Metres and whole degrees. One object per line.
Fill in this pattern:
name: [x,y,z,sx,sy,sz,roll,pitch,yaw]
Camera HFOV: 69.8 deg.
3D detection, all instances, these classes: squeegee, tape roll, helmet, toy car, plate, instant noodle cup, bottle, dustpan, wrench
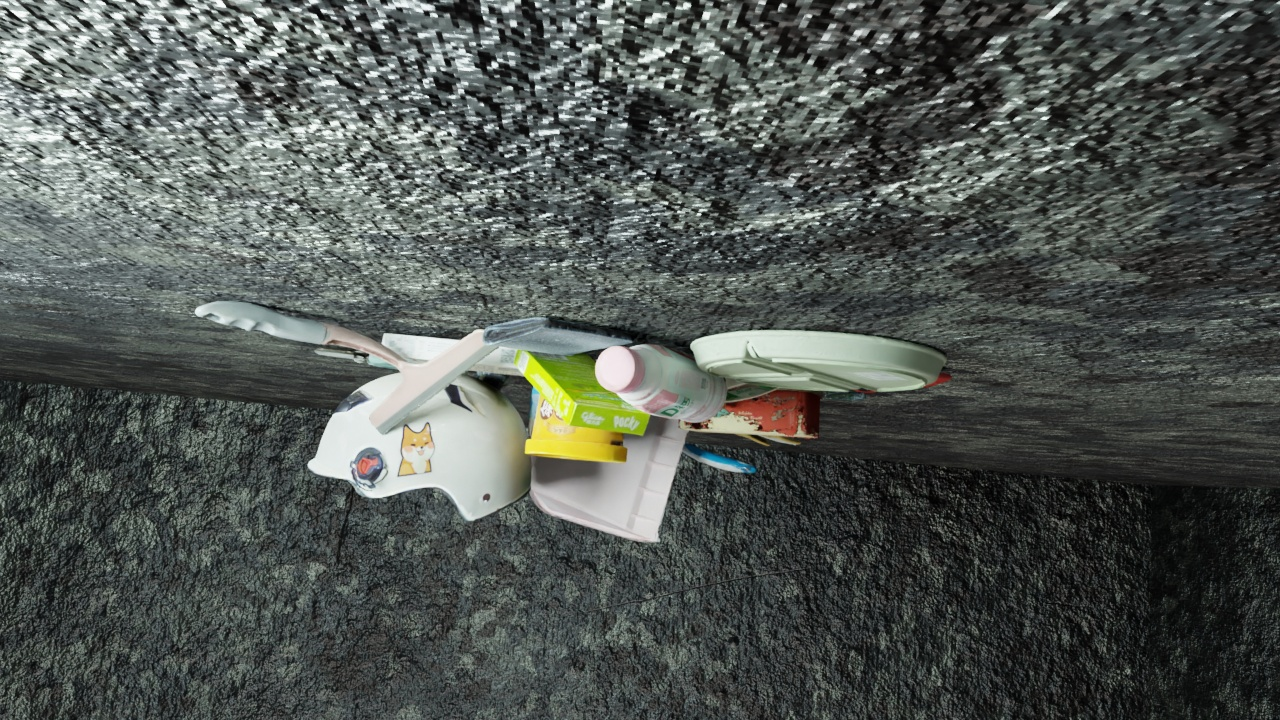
squeegee: [-0.306,-0.019,0.902,0.249,0.040,0.248,22,142,-36]
tape roll: [0.114,0.028,0.998,0.086,0.014,0.086,-11,165,-3]
helmet: [-0.261,0.088,1.143,0.274,0.157,0.230,14,-176,5]
toy car: [-0.204,0.026,1.229,0.043,0.034,0.091,11,158,-18]
plate: [0.159,0.004,0.839,0.230,0.027,0.230,4,173,0]
instant noodle cup: [-0.070,0.059,1.075,0.118,0.114,0.118,6,173,1]
bottle: [0.021,0.019,0.873,0.068,0.068,0.196,2,173,25]
dustpan: [-0.055,0.143,1.381,0.273,0.222,0.139,16,163,15]
wrench: [0.261,0.029,1.001,0.056,0.016,0.274,4,173,-7]

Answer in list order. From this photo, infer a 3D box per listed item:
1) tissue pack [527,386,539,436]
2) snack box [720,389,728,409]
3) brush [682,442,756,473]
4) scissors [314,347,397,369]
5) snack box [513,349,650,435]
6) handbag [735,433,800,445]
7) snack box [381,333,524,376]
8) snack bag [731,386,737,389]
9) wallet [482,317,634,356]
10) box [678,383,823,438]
tissue pack: [-0.089,0.062,1.210,0.063,0.090,0.139,-3,170,44]
snack box: [0.033,0.038,1.064,0.075,0.026,0.153,14,-173,33]
brush: [0.040,0.107,1.399,0.315,0.109,0.060,0,169,35]
scissors: [-0.334,0.000,1.193,0.185,0.019,0.132,7,172,-3]
snack box: [-0.062,0.027,0.923,0.085,0.026,0.156,9,-163,-32]
handbag: [0.153,0.092,1.421,0.179,0.063,0.163,6,172,25]
snack box: [-0.200,-0.005,1.010,0.156,0.027,0.085,6,173,-8]
snack bag: [0.070,0.020,1.021,0.048,0.026,0.104,11,178,31]
wallet: [-0.076,-0.022,0.842,0.097,0.019,0.121,8,171,-35]
box: [0.136,0.069,1.147,0.169,0.080,0.091,1,173,25]
